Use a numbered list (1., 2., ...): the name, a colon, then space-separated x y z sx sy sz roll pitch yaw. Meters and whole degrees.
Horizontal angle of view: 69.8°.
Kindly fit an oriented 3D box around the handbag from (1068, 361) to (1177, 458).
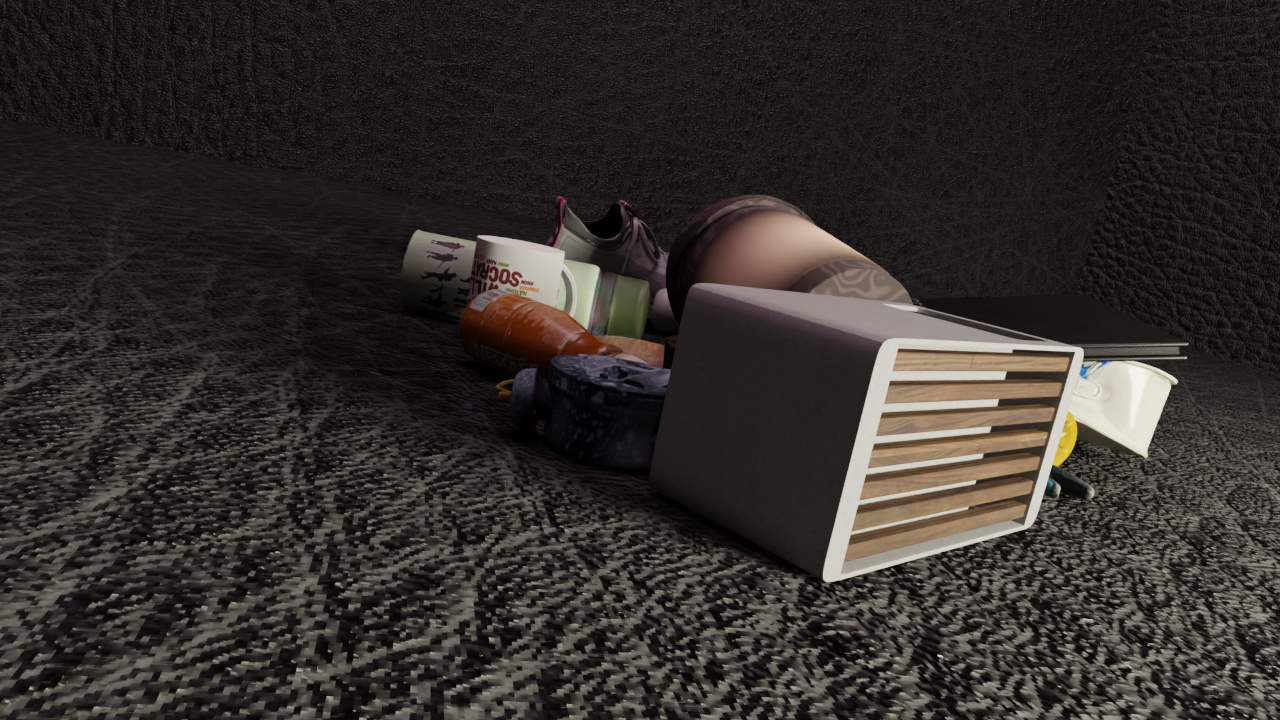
1. handbag: 0.358 0.003 0.835 0.199 0.093 0.200 23 3 -5

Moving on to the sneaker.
1. sneaker: -0.004 -0.120 1.071 0.262 0.129 0.096 3 29 -28

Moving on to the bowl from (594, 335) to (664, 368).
1. bowl: -0.004 0.004 0.752 0.102 0.026 0.114 14 12 18

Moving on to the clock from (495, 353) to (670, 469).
1. clock: -0.027 0.025 0.553 0.129 0.052 0.090 17 12 22

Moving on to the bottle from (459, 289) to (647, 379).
1. bottle: -0.061 -0.007 0.661 0.167 0.059 0.059 20 14 40

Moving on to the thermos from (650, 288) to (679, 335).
1. thermos: 0.123 -0.037 1.032 0.224 0.052 0.052 12 11 2

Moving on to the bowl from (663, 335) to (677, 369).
1. bowl: 0.071 0.024 0.647 0.121 0.056 0.121 11 11 -2

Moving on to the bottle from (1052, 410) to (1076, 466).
1. bottle: 0.283 0.040 0.794 0.053 0.053 0.186 6 11 -27

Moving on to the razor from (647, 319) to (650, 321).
1. razor: -0.042 -0.071 1.130 0.144 0.022 0.042 20 27 20

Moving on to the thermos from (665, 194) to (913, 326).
1. thermos: 0.137 -0.053 0.856 0.172 0.173 0.226 7 18 -22

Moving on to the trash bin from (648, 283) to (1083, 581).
1. trash bin: 0.134 0.031 0.516 0.228 0.114 0.115 1 15 -44

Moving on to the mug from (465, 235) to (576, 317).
1. mug: -0.098 -0.054 0.789 0.105 0.089 0.073 1 15 -44

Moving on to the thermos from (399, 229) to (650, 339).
1. thermos: -0.107 -0.064 0.882 0.231 0.082 0.082 11 11 -2

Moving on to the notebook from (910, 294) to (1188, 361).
1. notebook: 0.321 -0.030 0.773 0.169 0.019 0.231 -1 12 9

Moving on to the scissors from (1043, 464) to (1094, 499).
1. scissors: 0.270 0.074 0.696 0.132 0.019 0.148 16 12 18
